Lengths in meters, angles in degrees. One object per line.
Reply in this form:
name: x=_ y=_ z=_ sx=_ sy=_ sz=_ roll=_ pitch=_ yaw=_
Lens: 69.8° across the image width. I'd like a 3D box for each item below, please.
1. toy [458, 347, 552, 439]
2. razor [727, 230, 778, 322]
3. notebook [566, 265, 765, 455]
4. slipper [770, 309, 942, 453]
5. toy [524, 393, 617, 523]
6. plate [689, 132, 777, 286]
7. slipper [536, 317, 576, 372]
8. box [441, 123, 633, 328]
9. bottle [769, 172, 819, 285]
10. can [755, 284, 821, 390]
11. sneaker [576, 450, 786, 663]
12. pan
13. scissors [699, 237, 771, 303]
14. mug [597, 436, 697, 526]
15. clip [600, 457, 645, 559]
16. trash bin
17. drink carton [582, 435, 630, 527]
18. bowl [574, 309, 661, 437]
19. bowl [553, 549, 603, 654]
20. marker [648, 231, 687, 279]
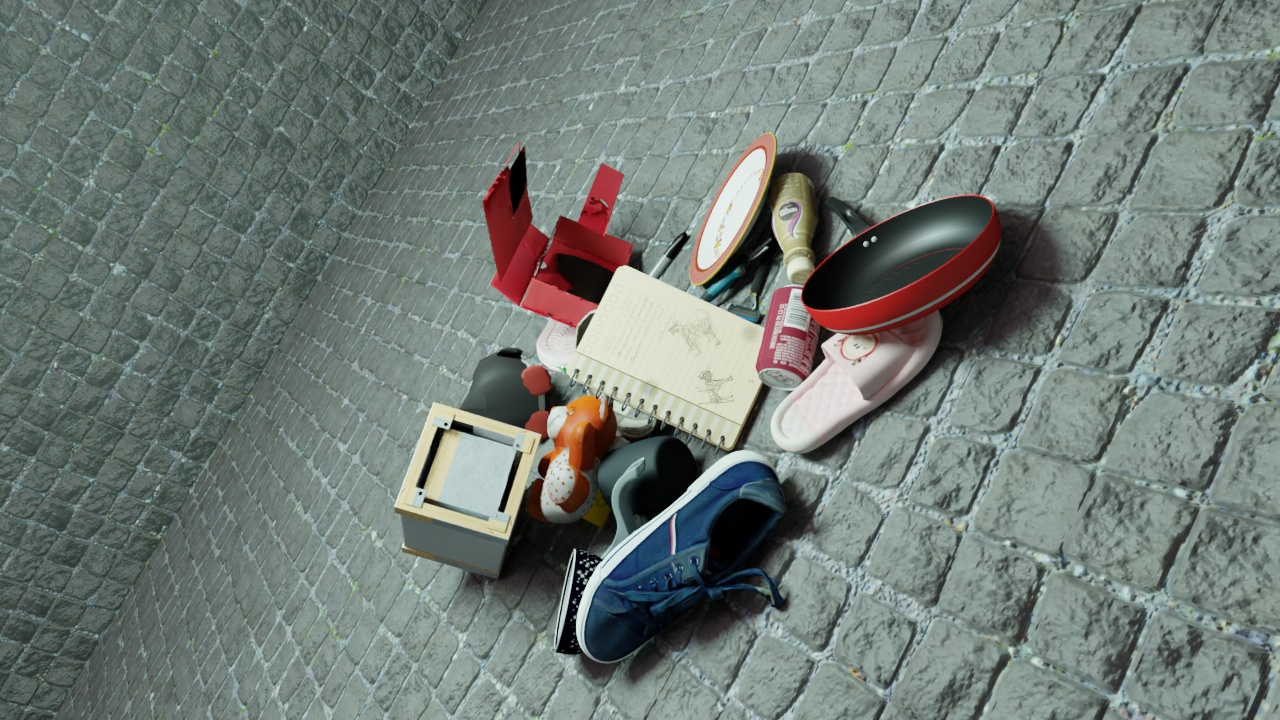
toy: x=-0.226 y=0.047 z=1.461 sx=0.184 sy=0.140 sz=0.159 roll=-139 pitch=46 yaw=-68
razor: x=0.157 y=-0.112 z=1.200 sx=0.043 sy=0.022 sz=0.144 roll=18 pitch=67 yaw=14
notebook: x=0.039 y=-0.001 z=1.111 sx=0.167 sy=0.225 sz=0.024 roll=-63 pitch=-11 yaw=-10
slipper: x=0.221 y=0.011 z=0.973 sx=0.222 sy=0.055 sz=0.106 roll=-45 pitch=32 yaw=16
toy: x=-0.087 y=0.118 z=1.172 sx=0.164 sy=0.093 sz=0.172 roll=-47 pitch=20 yaw=62
plate: x=0.132 y=-0.204 z=1.264 sx=0.230 sy=0.021 sz=0.229 roll=-59 pitch=15 yaw=26
slipper: x=-0.104 y=-0.022 z=1.397 sx=0.094 sy=0.064 sz=0.239 roll=-4 pitch=23 yaw=1
box: x=-0.158 y=-0.179 z=1.368 sx=0.121 sy=0.318 sz=0.210 roll=-38 pitch=21 yaw=30
bottle: x=0.196 y=-0.163 z=1.153 sx=0.060 sy=0.059 sz=0.165 roll=-32 pitch=40 yaw=34
can: x=0.174 y=-0.027 z=1.061 sx=0.063 sy=0.063 sz=0.114 roll=-13 pitch=53 yaw=48
sneaker: x=0.048 y=0.233 z=0.967 sx=0.295 sy=0.120 sz=0.127 roll=-46 pitch=21 yaw=11
pan: x=0.262 y=-0.124 z=1.012 sx=0.209 sy=0.067 sz=0.355 roll=-31 pitch=18 yaw=8
scissors: x=0.118 y=-0.117 z=1.231 sx=0.123 sy=0.019 sz=0.149 roll=-53 pitch=15 yaw=-6
mug: x=0.014 y=0.156 z=1.110 sx=0.095 sy=0.085 sz=0.121 roll=-22 pitch=74 yaw=42
clip: x=0.031 y=0.206 z=1.065 sx=0.030 sy=0.159 sz=0.174 roll=-44 pitch=-26 yaw=-52
trash bin: x=-0.234 y=0.184 z=1.243 sx=0.247 sy=0.142 sz=0.142 roll=115 pitch=171 yaw=-63
drink carton: x=-0.052 y=0.153 z=1.226 sx=0.059 sy=0.040 sz=0.122 roll=15 pitch=75 yaw=57
bowl: x=-0.007 y=0.007 z=1.224 sx=0.081 sy=0.178 sz=0.179 roll=-23 pitch=14 yaw=-35
bowl: x=-0.058 y=0.288 z=1.081 sx=0.120 sy=0.066 sz=0.120 roll=-170 pitch=92 yaw=-85
marker: x=0.027 y=-0.139 z=1.401 sx=0.139 sy=0.016 sz=0.022 roll=-52 pitch=1 yaw=9
